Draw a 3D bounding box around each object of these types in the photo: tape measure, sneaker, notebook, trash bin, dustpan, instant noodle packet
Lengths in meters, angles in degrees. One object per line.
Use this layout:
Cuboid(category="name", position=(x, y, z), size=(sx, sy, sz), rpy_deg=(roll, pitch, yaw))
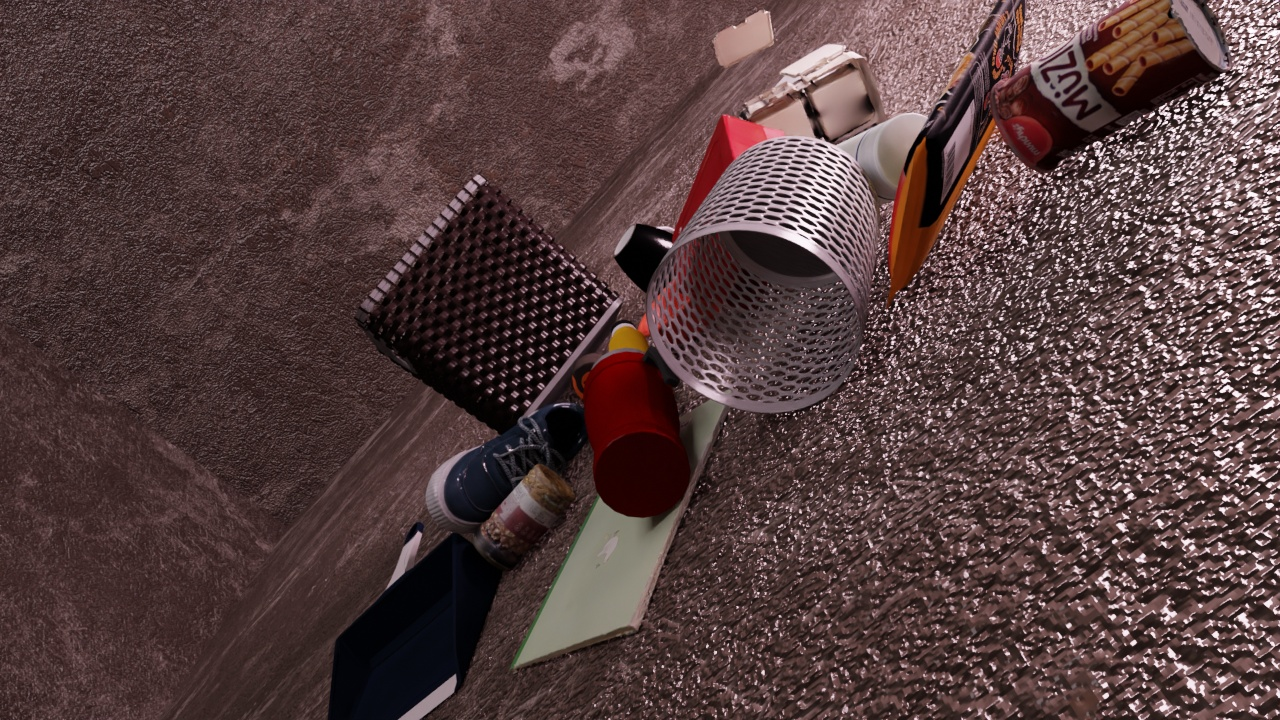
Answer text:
Cuboid(category="tape measure", position=(-0.057, 0.021, 1.139), size=(0.058, 0.059, 0.038), rpy_deg=(-41, 16, 19))
Cuboid(category="sneaker", position=(-0.134, 0.112, 1.022), size=(0.088, 0.089, 0.234), rpy_deg=(-27, 7, 42))
Cuboid(category="notebook", position=(-0.014, 0.143, 0.793), size=(0.182, 0.010, 0.251), rpy_deg=(-34, 20, 44))
Cuboid(category="trash bin", position=(0.106, -0.076, 0.722), size=(0.157, 0.156, 0.182), rpy_deg=(-37, 16, 39))
Cuboid(category="dustpan", position=(-0.259, 0.286, 1.003), size=(0.237, 0.080, 0.272), rpy_deg=(-42, 16, 24))
Cuboid(category="instant noodle packet", position=(0.231, -0.162, 0.670), size=(0.220, 0.032, 0.160), rpy_deg=(-56, -24, -25))

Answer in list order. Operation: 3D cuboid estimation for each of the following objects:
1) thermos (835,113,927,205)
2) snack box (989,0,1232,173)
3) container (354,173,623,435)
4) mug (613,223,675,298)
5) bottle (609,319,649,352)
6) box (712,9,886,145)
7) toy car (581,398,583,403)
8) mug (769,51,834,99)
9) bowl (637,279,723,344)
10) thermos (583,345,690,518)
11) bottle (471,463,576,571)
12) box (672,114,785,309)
Cuboid(category="thermos", position=(0.193, -0.168, 0.846), size=(0.068, 0.068, 0.230), rpy_deg=(-51, 11, -7))
Cuboid(category="snack box", position=(0.297, -0.181, 0.588), size=(0.122, 0.072, 0.072), rpy_deg=(-31, 23, 49))
Cuboid(category="container", position=(-0.193, -0.051, 1.245), size=(0.245, 0.243, 0.248), rpy_deg=(-52, -1, -13))
Cuboid(category="mug", position=(0.023, -0.140, 1.197), size=(0.085, 0.100, 0.118), rpy_deg=(-45, 21, 40))
Cuboid(category="bottle", position=(-0.006, 0.006, 0.973), size=(0.043, 0.043, 0.143), rpy_deg=(-44, 33, 17))
Cuboid(category="box", position=(0.161, -0.309, 0.997), size=(0.143, 0.187, 0.105), rpy_deg=(-26, 33, 5))
Cuboid(category="toy car", position=(-0.022, 0.023, 1.047), size=(0.100, 0.049, 0.051), rpy_deg=(-44, 15, 18))
Cuboid(category="mug", position=(0.214, -0.309, 1.122), size=(0.091, 0.090, 0.121), rpy_deg=(-41, 16, 26))
Cuboid(category="bowl", position=(0.057, -0.062, 1.040), size=(0.131, 0.045, 0.130), rpy_deg=(-45, 15, 15))
Cuboid(category="thermos", position=(-0.001, 0.046, 0.801), size=(0.108, 0.084, 0.198), rpy_deg=(-62, 13, 15))
Cuboid(category="bottle", position=(-0.122, 0.164, 0.962), size=(0.105, 0.056, 0.056), rpy_deg=(-48, 14, 3))
Cuboid(category="box", position=(0.094, -0.148, 0.920), size=(0.128, 0.087, 0.158), rpy_deg=(-92, 16, -53))
